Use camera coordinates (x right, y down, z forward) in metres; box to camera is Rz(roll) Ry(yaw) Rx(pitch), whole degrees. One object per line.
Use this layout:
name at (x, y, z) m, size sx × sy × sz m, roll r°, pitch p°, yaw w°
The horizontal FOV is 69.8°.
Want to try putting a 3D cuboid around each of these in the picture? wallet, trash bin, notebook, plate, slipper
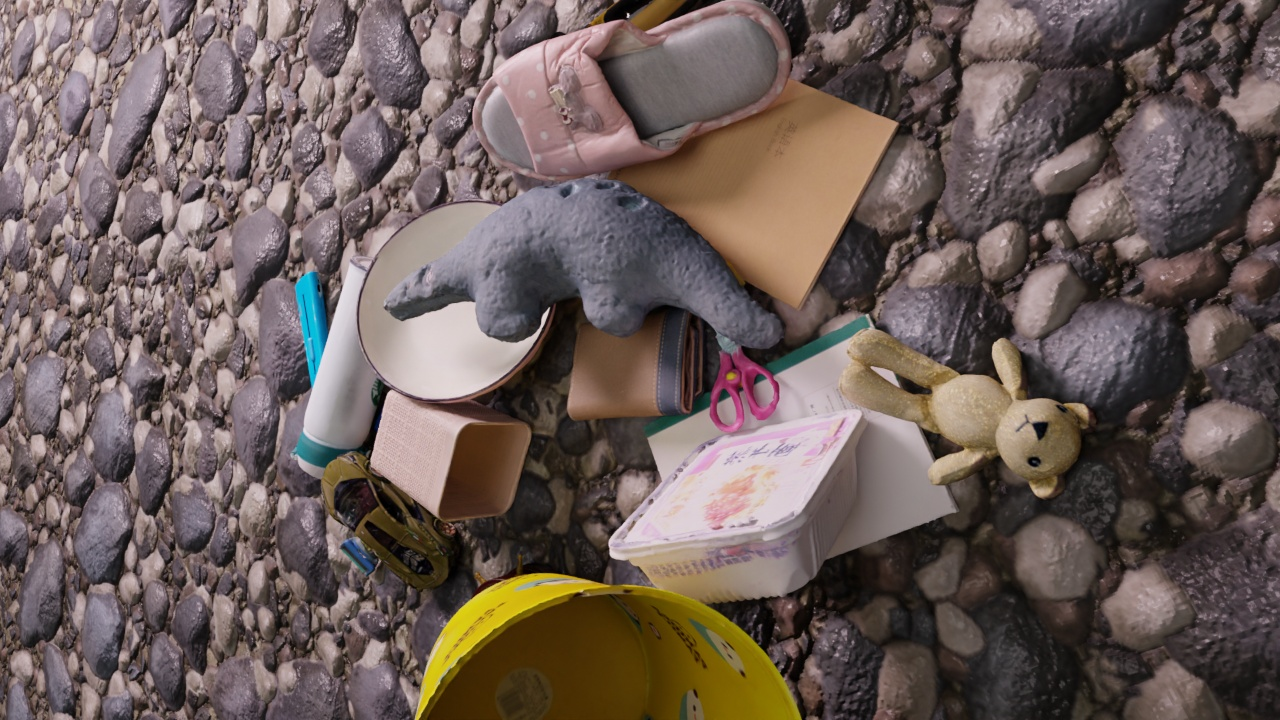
wallet at (-0.004, 0.004, 0.738) m, size 0.115 × 0.033 × 0.090 m, roll -7°, pitch 70°, yaw 34°
trash bin at (-0.047, 0.246, 0.602) m, size 0.256 × 0.229 × 0.229 m, roll 161°, pitch 106°, yaw -74°
notebook at (0.106, 0.077, 0.679) m, size 0.210 × 0.012 × 0.150 m, roll -29°, pitch 73°, yaw 30°
plate at (-0.160, -0.050, 0.820) m, size 0.193 × 0.039 × 0.192 m, roll -5°, pitch 70°, yaw 14°
slipper at (-0.018, -0.202, 0.707) m, size 0.275 × 0.054 × 0.114 m, roll -8°, pitch 119°, yaw 27°
notebook at (0.073, -0.152, 0.711) m, size 0.211 × 0.012 × 0.150 m, roll 34°, pitch 105°, yaw 30°

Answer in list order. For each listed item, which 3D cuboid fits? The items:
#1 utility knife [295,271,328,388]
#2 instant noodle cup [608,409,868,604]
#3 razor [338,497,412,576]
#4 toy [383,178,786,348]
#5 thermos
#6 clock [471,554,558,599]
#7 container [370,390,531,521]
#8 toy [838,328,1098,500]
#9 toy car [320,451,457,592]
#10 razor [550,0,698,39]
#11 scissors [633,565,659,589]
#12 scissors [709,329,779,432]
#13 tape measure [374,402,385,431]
utility knife at (-0.343, 0.006, 0.980) m, size 0.034 × 0.018 × 0.202 m, roll -16°, pitch 81°, yaw 32°
instant noodle cup at (0.075, 0.099, 0.604) m, size 0.138 × 0.173 × 0.060 m, roll -15°, pitch 101°, yaw 32°
razor at (-0.239, 0.155, 0.903) m, size 0.042 × 0.022 × 0.143 m, roll 45°, pitch 112°, yaw -4°
toy at (-0.055, -0.076, 0.725) m, size 0.357 × 0.091 × 0.137 m, roll 2°, pitch 78°, yaw 25°
thermos at (-0.283, 0.013, 0.913) m, size 0.073 × 0.073 × 0.224 m, roll 28°, pitch 104°, yaw 31°
clock at (-0.098, 0.231, 0.785) m, size 0.082 × 0.055 × 0.122 m, roll -28°, pitch 75°, yaw 30°
container at (-0.174, 0.079, 0.824) m, size 0.111 × 0.089 × 0.090 m, roll 22°, pitch 101°, yaw 36°
toy at (0.202, 0.027, 0.585) m, size 0.157 × 0.066 × 0.105 m, roll 25°, pitch 85°, yaw 24°
toy car at (-0.241, 0.153, 0.870) m, size 0.158 × 0.042 × 0.070 m, roll 40°, pitch 111°, yaw 3°
razor at (-0.007, -0.275, 0.741) m, size 0.168 × 0.067 × 0.062 m, roll -32°, pitch 56°, yaw 22°
scissors at (0.040, 0.201, 0.706) m, size 0.173 × 0.014 × 0.143 m, roll 42°, pitch 125°, yaw 38°
scissors at (0.070, -0.014, 0.698) m, size 0.064 × 0.017 × 0.135 m, roll -23°, pitch 65°, yaw 32°
tape measure at (-0.231, 0.059, 0.899) m, size 0.054 × 0.025 × 0.058 m, roll 40°, pitch 113°, yaw 26°
